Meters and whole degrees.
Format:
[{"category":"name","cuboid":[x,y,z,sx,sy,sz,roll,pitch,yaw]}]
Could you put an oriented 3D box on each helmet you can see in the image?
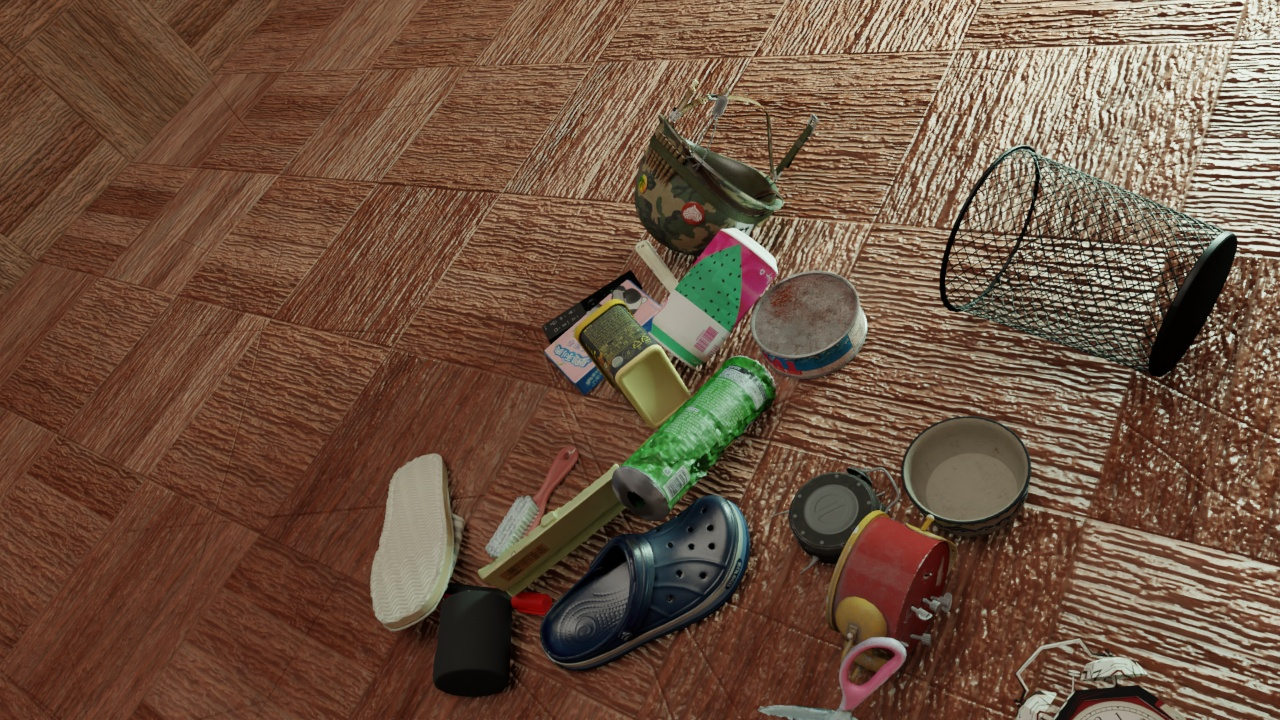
[{"category":"helmet","cuboid":[0.099,-0.249,1.199,0.224,0.192,0.236,36,103,56]}]

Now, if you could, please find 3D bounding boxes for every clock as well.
[{"category":"clock","cuboid":[0.221,0.215,0.812,0.081,0.117,0.158,20,59,35]},{"category":"clock","cuboid":[0.202,0.157,0.921,0.123,0.044,0.091,-27,46,7]},{"category":"clock","cuboid":[0.356,0.292,0.707,0.115,0.065,0.154,-31,61,4]}]

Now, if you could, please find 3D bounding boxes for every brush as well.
[{"category":"brush","cuboid":[-0.129,0.170,1.108,0.041,0.030,0.172,15,62,37]},{"category":"brush","cuboid":[0.040,-0.108,1.252,0.033,0.012,0.217,-33,44,1]}]

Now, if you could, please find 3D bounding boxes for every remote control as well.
[{"category":"remote control","cuboid":[-0.069,-0.075,1.284,0.150,0.013,0.034,-32,45,2]}]

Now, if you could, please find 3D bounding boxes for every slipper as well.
[{"category":"slipper","cuboid":[0.000,0.230,0.944,0.253,0.095,0.105,-36,43,3]},{"category":"slipper","cuboid":[-0.274,0.218,1.133,0.114,0.054,0.272,-27,36,11]}]

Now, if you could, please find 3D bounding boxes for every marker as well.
[{"category":"marker","cuboid":[-0.167,0.273,1.052,0.145,0.021,0.023,-1,83,28]}]

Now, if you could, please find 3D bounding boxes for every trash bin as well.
[{"category":"trash bin","cuboid":[0.440,-0.092,0.906,0.210,0.184,0.184,32,73,36]}]

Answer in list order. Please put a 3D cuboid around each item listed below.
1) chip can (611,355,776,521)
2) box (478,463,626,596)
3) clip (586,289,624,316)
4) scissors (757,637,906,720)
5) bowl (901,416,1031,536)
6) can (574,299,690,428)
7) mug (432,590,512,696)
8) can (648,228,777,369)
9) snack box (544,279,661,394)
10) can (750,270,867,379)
[{"category":"chip can","cuboid":[0.061,0.082,0.991,0.075,0.075,0.222,14,41,37]},{"category":"box","cuboid":[-0.083,0.188,1.012,0.187,0.140,0.048,-38,76,-5]},{"category":"clip","cuboid":[-0.042,-0.052,1.192,0.054,0.041,0.101,-14,48,1]},{"category":"scissors","cuboid":[0.194,0.307,0.776,0.171,0.168,0.014,-59,-2,28]},{"category":"bowl","cuboid":[0.314,0.118,0.879,0.116,0.059,0.115,-15,48,18]},{"category":"can","cuboid":[-0.007,0.006,1.103,0.072,0.131,0.101,-38,48,-4]},{"category":"mug","cuboid":[-0.190,0.316,1.000,0.114,0.078,0.087,-40,38,34]},{"category":"can","cuboid":[0.088,-0.076,1.124,0.166,0.088,0.088,-52,46,4]},{"category":"snack box","cuboid":[-0.045,-0.032,1.222,0.154,0.033,0.088,-41,46,-6]},{"category":"can","cuboid":[0.199,-0.043,1.086,0.130,0.044,0.129,-16,48,18]}]
